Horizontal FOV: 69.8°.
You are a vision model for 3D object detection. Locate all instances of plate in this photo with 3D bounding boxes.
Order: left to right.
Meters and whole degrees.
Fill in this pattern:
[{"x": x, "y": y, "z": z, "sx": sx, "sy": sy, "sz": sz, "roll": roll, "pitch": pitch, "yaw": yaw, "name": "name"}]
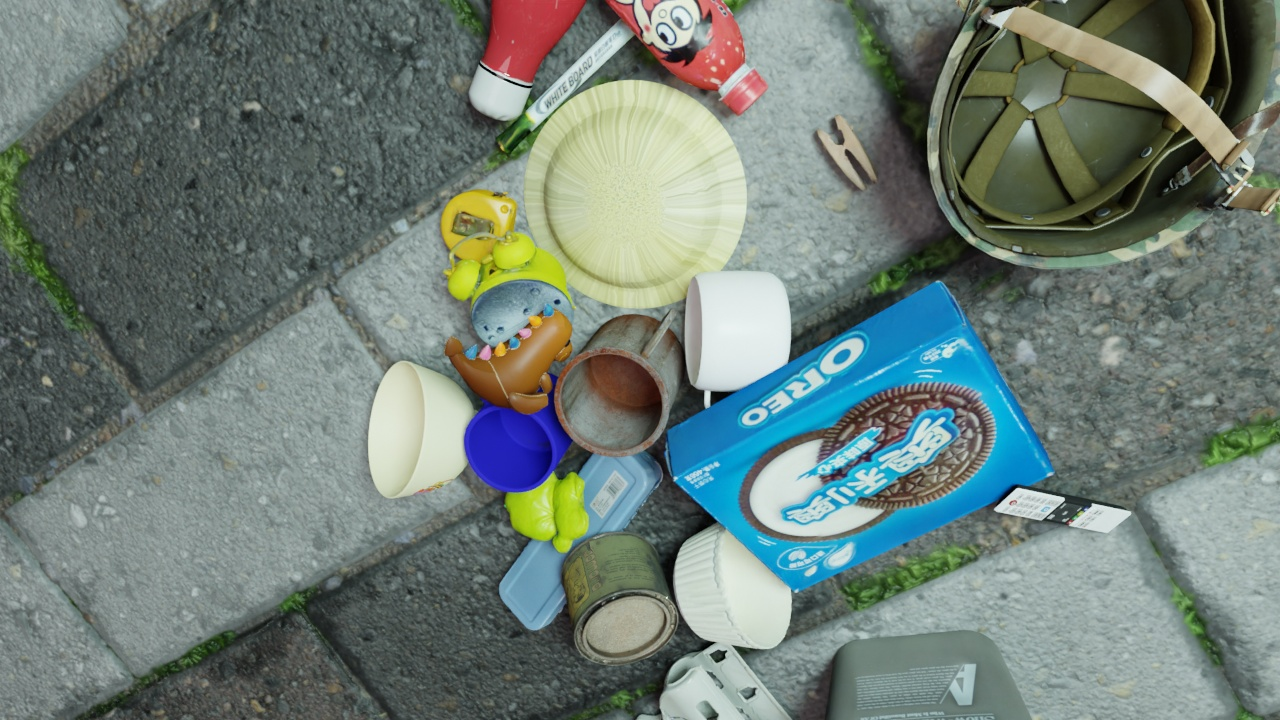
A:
[{"x": -0.010, "y": -0.126, "z": 0.732, "sx": 0.184, "sy": 0.036, "sz": 0.184, "roll": 4, "pitch": 109, "yaw": 10, "name": "plate"}]

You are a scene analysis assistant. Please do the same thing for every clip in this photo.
[{"x": 0.056, "y": 0.350, "z": 0.866, "sx": 0.151, "sy": 0.089, "sz": 0.125, "roll": -36, "pitch": 96, "yaw": 10, "name": "clip"}, {"x": 0.160, "y": -0.159, "z": 0.694, "sx": 0.061, "sy": 0.025, "sz": 0.049, "roll": 24, "pitch": 108, "yaw": 11, "name": "clip"}]

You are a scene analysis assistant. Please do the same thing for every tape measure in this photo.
[{"x": -0.136, "y": -0.113, "z": 0.767, "sx": 0.059, "sy": 0.030, "sz": 0.068, "roll": 17, "pitch": 111, "yaw": 3, "name": "tape measure"}]

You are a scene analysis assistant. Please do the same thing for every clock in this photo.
[{"x": -0.104, "y": -0.057, "z": 0.742, "sx": 0.083, "sy": 0.057, "sz": 0.119, "roll": -27, "pitch": 133, "yaw": 19, "name": "clock"}]

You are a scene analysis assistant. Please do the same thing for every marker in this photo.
[{"x": -0.059, "y": -0.216, "z": 0.722, "sx": 0.147, "sy": 0.017, "sz": 0.017, "roll": -38, "pitch": 98, "yaw": 20, "name": "marker"}]

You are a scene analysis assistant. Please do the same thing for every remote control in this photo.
[{"x": 0.335, "y": 0.117, "z": 0.729, "sx": 0.124, "sy": 0.011, "sz": 0.028, "roll": 13, "pitch": 131, "yaw": -22, "name": "remote control"}]

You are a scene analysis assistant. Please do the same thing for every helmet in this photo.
[{"x": 0.276, "y": -0.163, "z": 0.550, "sx": 0.192, "sy": 0.235, "sz": 0.225, "roll": 35, "pitch": 122, "yaw": -7, "name": "helmet"}]

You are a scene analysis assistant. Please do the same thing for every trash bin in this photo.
[{"x": 0.241, "y": 0.351, "z": 0.746, "sx": 0.198, "sy": 0.219, "sz": 0.197, "roll": -10, "pitch": 106, "yaw": 15, "name": "trash bin"}]

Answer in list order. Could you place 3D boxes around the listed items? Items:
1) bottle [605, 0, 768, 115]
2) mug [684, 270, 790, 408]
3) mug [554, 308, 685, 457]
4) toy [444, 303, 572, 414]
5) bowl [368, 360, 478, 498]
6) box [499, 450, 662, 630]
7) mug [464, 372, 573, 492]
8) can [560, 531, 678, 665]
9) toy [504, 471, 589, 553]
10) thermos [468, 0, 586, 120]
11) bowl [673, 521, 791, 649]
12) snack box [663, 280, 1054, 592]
[{"x": 0.037, "y": -0.240, "z": 0.670, "sx": 0.062, "sy": 0.061, "sz": 0.137, "roll": -42, "pitch": 96, "yaw": 21, "name": "bottle"}, {"x": 0.074, "y": -0.012, "z": 0.717, "sx": 0.068, "sy": 0.094, "sz": 0.116, "roll": 0, "pitch": 102, "yaw": -6, "name": "mug"}, {"x": -0.004, "y": 0.004, "z": 0.740, "sx": 0.096, "sy": 0.110, "sz": 0.123, "roll": 35, "pitch": 111, "yaw": -7, "name": "mug"}, {"x": -0.099, "y": -0.011, "z": 0.703, "sx": 0.090, "sy": 0.103, "sz": 0.070, "roll": -46, "pitch": 52, "yaw": 1, "name": "toy"}, {"x": -0.181, "y": 0.063, "z": 0.807, "sx": 0.074, "sy": 0.118, "sz": 0.118, "roll": 9, "pitch": 118, "yaw": -37, "name": "bowl"}, {"x": -0.056, "y": 0.158, "z": 0.851, "sx": 0.067, "sy": 0.052, "sz": 0.210, "roll": 43, "pitch": 111, "yaw": 19, "name": "box"}, {"x": -0.106, "y": 0.046, "z": 0.785, "sx": 0.079, "sy": 0.083, "sz": 0.111, "roll": -22, "pitch": 103, "yaw": 18, "name": "mug"}, {"x": -0.019, "y": 0.206, "z": 0.795, "sx": 0.090, "sy": 0.074, "sz": 0.090, "roll": -7, "pitch": 123, "yaw": -11, "name": "can"}, {"x": -0.083, "y": 0.127, "z": 0.815, "sx": 0.094, "sy": 0.036, "sz": 0.094, "roll": -25, "pitch": 64, "yaw": 30, "name": "toy"}, {"x": -0.066, "y": -0.289, "z": 0.668, "sx": 0.073, "sy": 0.073, "sz": 0.240, "roll": 28, "pitch": 112, "yaw": 1, "name": "thermos"}, {"x": 0.075, "y": 0.192, "z": 0.791, "sx": 0.063, "sy": 0.115, "sz": 0.115, "roll": -20, "pitch": 104, "yaw": 33, "name": "bowl"}, {"x": 0.169, "y": 0.072, "z": 0.710, "sx": 0.239, "sy": 0.056, "sz": 0.195, "roll": -31, "pitch": 127, "yaw": 19, "name": "snack box"}]
